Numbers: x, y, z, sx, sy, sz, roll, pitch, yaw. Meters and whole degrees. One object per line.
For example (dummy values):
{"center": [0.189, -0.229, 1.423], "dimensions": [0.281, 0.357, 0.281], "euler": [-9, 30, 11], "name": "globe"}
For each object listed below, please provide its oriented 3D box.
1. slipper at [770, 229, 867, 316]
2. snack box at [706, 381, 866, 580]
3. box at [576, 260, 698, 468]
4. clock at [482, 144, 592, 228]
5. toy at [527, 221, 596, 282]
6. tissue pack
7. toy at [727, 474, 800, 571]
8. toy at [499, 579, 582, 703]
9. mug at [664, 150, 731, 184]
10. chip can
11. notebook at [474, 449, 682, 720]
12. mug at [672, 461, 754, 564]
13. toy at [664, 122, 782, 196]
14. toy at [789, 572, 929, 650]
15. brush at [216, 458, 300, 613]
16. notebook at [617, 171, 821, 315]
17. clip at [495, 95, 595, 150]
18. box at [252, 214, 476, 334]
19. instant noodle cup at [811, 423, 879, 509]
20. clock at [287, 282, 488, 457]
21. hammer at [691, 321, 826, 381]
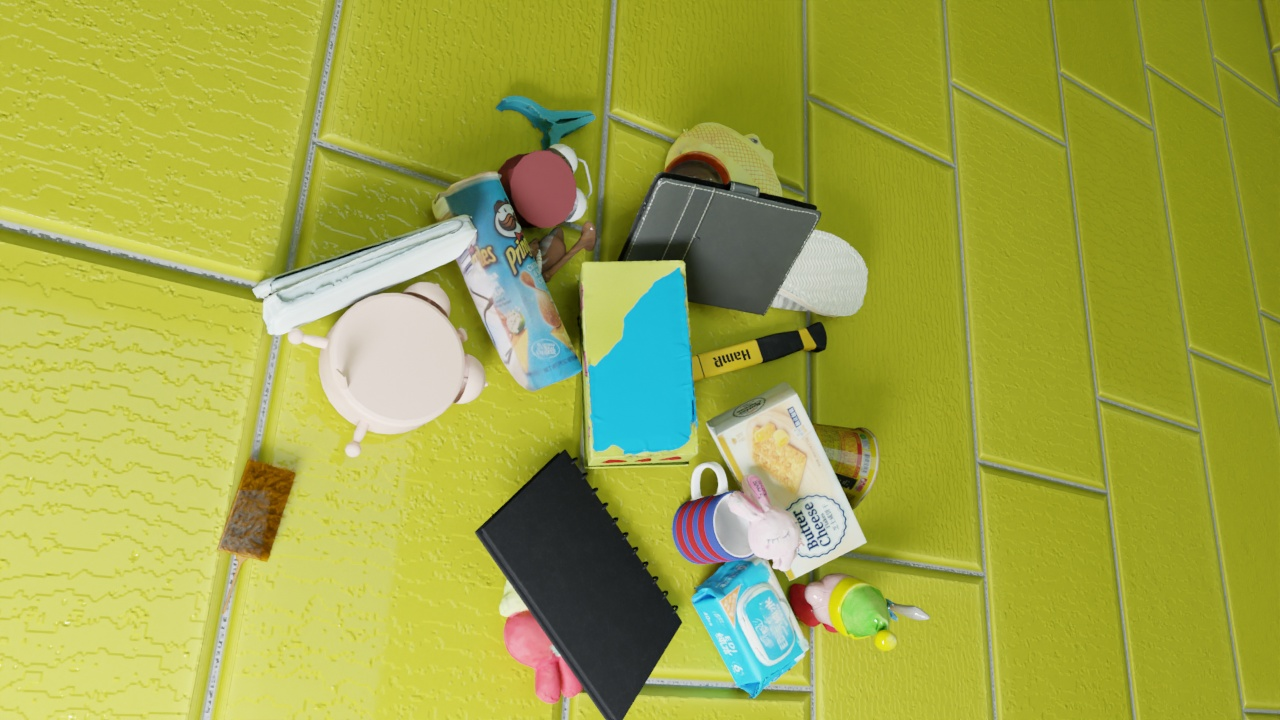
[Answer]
{"center": [0.196, -0.123, 1.196], "dimensions": [0.272, 0.054, 0.114], "euler": [15, 91, -38], "name": "slipper"}
{"center": [0.169, 0.141, 1.062], "dimensions": [0.104, 0.057, 0.208], "euler": [-27, 105, 1], "name": "snack box"}
{"center": [-0.006, 0.006, 1.003], "dimensions": [0.124, 0.079, 0.220], "euler": [-3, 78, -8], "name": "box"}
{"center": [-0.108, -0.192, 1.022], "dimensions": [0.124, 0.044, 0.087], "euler": [-22, 108, -32], "name": "clock"}
{"center": [-0.097, -0.122, 1.024], "dimensions": [0.055, 0.042, 0.101], "euler": [23, 45, 17], "name": "toy"}
{"center": [0.127, 0.296, 1.034], "dimensions": [0.092, 0.062, 0.144], "euler": [-28, 93, -37], "name": "tissue pack"}
{"center": [0.138, 0.176, 0.992], "dimensions": [0.110, 0.047, 0.063], "euler": [53, 46, -5], "name": "toy"}
{"center": [-0.094, 0.269, 0.905], "dimensions": [0.091, 0.045, 0.135], "euler": [-13, 79, -42], "name": "toy"}
{"center": [0.064, -0.205, 1.103], "dimensions": [0.082, 0.105, 0.082], "euler": [0, 97, 1], "name": "mug"}
{"center": [-0.141, -0.079, 0.963], "dimensions": [0.079, 0.080, 0.229], "euler": [-24, 91, -36], "name": "chip can"}
{"center": [-0.052, 0.221, 0.931], "dimensions": [0.231, 0.019, 0.168], "euler": [57, 34, -6], "name": "notebook"}
{"center": [0.082, 0.171, 1.033], "dimensions": [0.074, 0.076, 0.112], "euler": [-9, 81, -35], "name": "mug"}
{"center": [0.114, -0.238, 1.190], "dimensions": [0.154, 0.065, 0.170], "euler": [-45, 100, -18], "name": "toy"}
{"center": [0.257, 0.300, 1.076], "dimensions": [0.124, 0.132, 0.096], "euler": [28, 57, -25], "name": "toy"}
{"center": [-0.338, 0.150, 0.796], "dimensions": [0.048, 0.017, 0.126], "euler": [22, 64, -27], "name": "brush"}
{"center": [0.087, -0.133, 1.064], "dimensions": [0.208, 0.170, 0.029], "euler": [7, 40, -24], "name": "notebook"}
{"center": [-0.120, -0.277, 1.069], "dimensions": [0.118, 0.033, 0.120], "euler": [34, 60, -17], "name": "clip"}
{"center": [-0.253, -0.083, 0.860], "dimensions": [0.213, 0.118, 0.063], "euler": [-23, 99, -26], "name": "box"}
{"center": [0.220, 0.118, 1.138], "dimensions": [0.112, 0.101, 0.100], "euler": [17, 67, -19], "name": "instant noodle cup"}
{"center": [-0.231, 0.000, 0.878], "dimensions": [0.160, 0.086, 0.131], "euler": [-27, 92, -43], "name": "clock"}
{"center": [0.121, -0.009, 1.146], "dimensions": [0.323, 0.034, 0.170], "euler": [-14, 82, -37], "name": "hammer"}
